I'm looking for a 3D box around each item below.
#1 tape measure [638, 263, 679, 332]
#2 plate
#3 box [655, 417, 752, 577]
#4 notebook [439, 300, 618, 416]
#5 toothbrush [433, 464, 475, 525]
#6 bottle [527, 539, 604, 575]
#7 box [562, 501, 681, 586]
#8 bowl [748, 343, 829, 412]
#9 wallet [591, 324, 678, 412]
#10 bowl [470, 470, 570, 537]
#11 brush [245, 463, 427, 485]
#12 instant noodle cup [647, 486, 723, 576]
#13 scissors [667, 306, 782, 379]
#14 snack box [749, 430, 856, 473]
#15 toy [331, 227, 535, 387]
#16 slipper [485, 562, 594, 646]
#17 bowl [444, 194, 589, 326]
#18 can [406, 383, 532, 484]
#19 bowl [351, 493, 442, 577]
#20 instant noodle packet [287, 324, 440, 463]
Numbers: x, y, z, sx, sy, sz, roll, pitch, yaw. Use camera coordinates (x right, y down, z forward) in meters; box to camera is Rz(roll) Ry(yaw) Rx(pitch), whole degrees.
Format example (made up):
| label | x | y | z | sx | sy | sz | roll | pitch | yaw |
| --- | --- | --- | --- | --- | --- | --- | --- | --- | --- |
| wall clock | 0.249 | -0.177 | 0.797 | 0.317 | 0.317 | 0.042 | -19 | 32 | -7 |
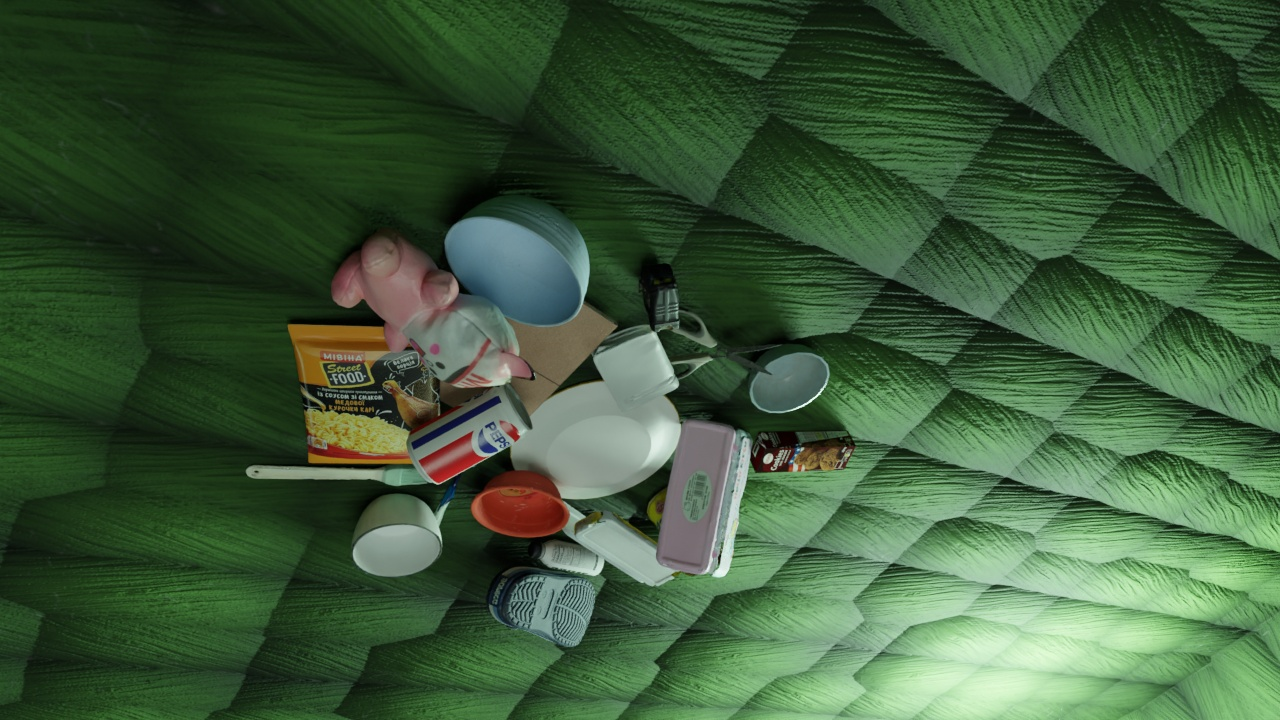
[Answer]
| label | x | y | z | sx | sy | sz | roll | pitch | yaw |
| --- | --- | --- | --- | --- | --- | --- | --- | --- | --- |
| tape measure | 0.019 | -0.076 | 1.024 | 0.038 | 0.062 | 0.067 | -11 | 135 | -8 |
| plate | -0.056 | 0.114 | 1.211 | 0.229 | 0.021 | 0.230 | -9 | 134 | -9 |
| box | 0.089 | 0.185 | 1.234 | 0.101 | 0.201 | 0.103 | 10 | 171 | 12 |
| notebook | -0.147 | -0.008 | 1.058 | 0.141 | 0.008 | 0.210 | 33 | 117 | -26 |
| toothbrush | -0.252 | 0.181 | 1.220 | 0.017 | 0.016 | 0.189 | 6 | 131 | -36 |
| bottle | -0.111 | 0.287 | 1.345 | 0.116 | 0.041 | 0.041 | 19 | 124 | -31 |
| box | -0.029 | 0.251 | 1.310 | 0.084 | 0.080 | 0.210 | -33 | 134 | 16 |
| bowl | 0.186 | 0.017 | 1.181 | 0.106 | 0.039 | 0.106 | -9 | 134 | -9 |
| wallet | -0.006 | 0.007 | 1.107 | 0.086 | 0.032 | 0.116 | -19 | 136 | 2 |
| bowl | -0.157 | 0.184 | 1.219 | 0.130 | 0.045 | 0.131 | 2 | 141 | 1 |
| brush | -0.375 | 0.141 | 1.146 | 0.217 | 0.012 | 0.033 | 3 | 131 | -19 |
| instant noodle cup | 0.070 | 0.244 | 1.313 | 0.102 | 0.108 | 0.102 | -11 | 135 | -11 |
| scissors | 0.080 | -0.013 | 1.118 | 0.169 | 0.012 | 0.157 | -28 | 125 | 25 |
| snack box | 0.230 | 0.130 | 1.308 | 0.140 | 0.031 | 0.051 | 0 | 132 | -18 |
| toy | -0.206 | -0.042 | 0.937 | 0.213 | 0.084 | 0.142 | 41 | 144 | -18 |
| slipper | -0.154 | 0.355 | 1.366 | 0.095 | 0.105 | 0.253 | 11 | 162 | 30 |
| bowl | -0.113 | -0.111 | 0.925 | 0.151 | 0.074 | 0.151 | 18 | 145 | 13 |
| can | -0.197 | 0.084 | 1.059 | 0.132 | 0.070 | 0.070 | -29 | 134 | 2 |
| bowl | -0.320 | 0.225 | 1.204 | 0.116 | 0.065 | 0.116 | -9 | 134 | -9 |
| instant noodle packet | -0.309 | 0.045 | 1.056 | 0.159 | 0.032 | 0.221 | 1 | 132 | -10 |
